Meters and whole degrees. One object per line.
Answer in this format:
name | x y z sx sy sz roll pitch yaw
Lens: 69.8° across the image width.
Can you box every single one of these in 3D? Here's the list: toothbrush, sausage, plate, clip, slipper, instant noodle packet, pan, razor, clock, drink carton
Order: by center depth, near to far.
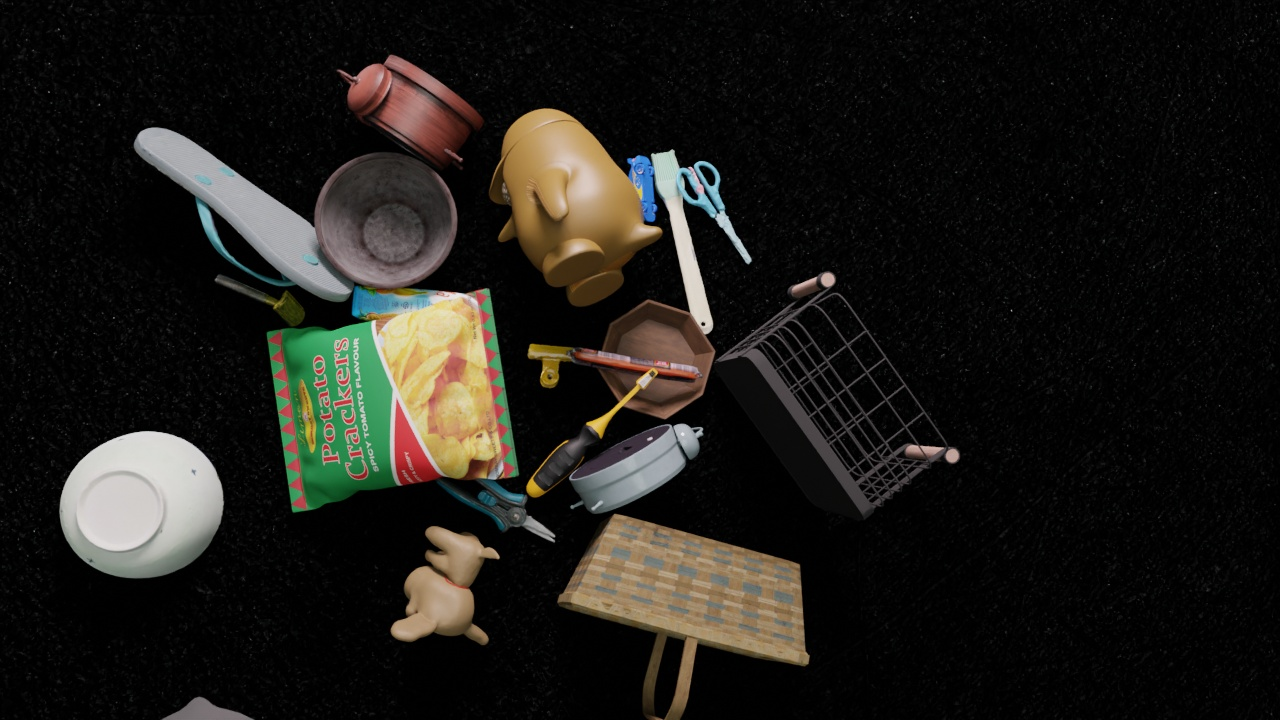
pan | -0.516 0.464 0.936 0.354 0.024 0.216 -3 86 -8
instant noodle packet | -0.263 0.044 0.961 0.253 0.090 0.195 -10 86 9
slipper | -0.415 -0.144 0.971 0.269 0.098 0.055 40 115 -2
razor | -0.410 -0.070 0.976 0.106 0.042 0.026 21 71 17
clock | -0.249 -0.268 0.978 0.157 0.120 0.072 32 90 -12
clock | -0.002 0.110 0.984 0.159 0.123 0.045 -28 94 -22
drink carton | -0.246 -0.058 0.999 0.129 0.044 0.038 4 85 -6
toothbrush | -0.053 0.079 1.007 0.197 0.031 0.031 -45 89 4
sausage | -0.006 0.006 1.012 0.155 0.020 0.020 9 85 -7
clip | -0.099 0.006 1.019 0.053 0.039 0.047 5 78 -9
plate | 0.016 0.000 1.039 0.131 0.025 0.131 1 86 -8

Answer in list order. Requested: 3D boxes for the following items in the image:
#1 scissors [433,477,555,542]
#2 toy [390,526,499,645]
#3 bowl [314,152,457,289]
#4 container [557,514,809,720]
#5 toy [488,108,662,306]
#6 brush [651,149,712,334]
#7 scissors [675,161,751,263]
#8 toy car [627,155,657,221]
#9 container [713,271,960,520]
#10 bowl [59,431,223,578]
scissors | -0.163 0.160 1.008 0.137 0.019 0.129 -11 96 -1
toy | -0.201 0.235 0.963 0.106 0.134 0.108 15 82 36
bowl | -0.270 -0.144 0.990 0.145 0.067 0.145 1 86 -8
container | 0.038 0.283 0.961 0.250 0.158 0.186 16 73 -6
toy | -0.087 -0.175 0.985 0.163 0.198 0.203 -28 70 8
brush | 0.050 -0.136 1.062 0.033 0.012 0.217 -13 89 -9
scissors | 0.093 -0.171 1.069 0.063 0.015 0.138 -40 103 -31
toy car | -0.017 -0.203 1.053 0.062 0.033 0.092 -2 95 25
container | 0.205 0.044 0.990 0.130 0.163 0.241 -36 93 -9
bowl | -0.516 0.149 0.934 0.153 0.073 0.153 0 87 -7
